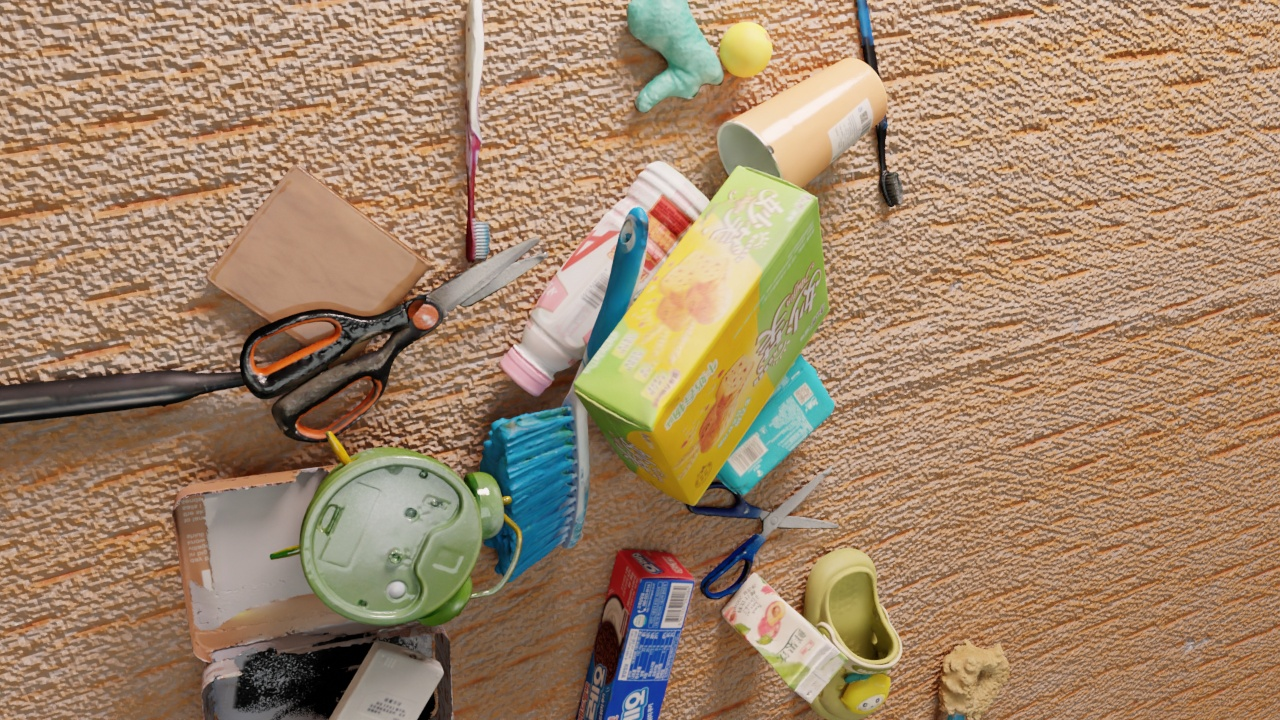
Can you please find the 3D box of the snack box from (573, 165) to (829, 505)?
[{"bbox_3d":[0.056,-0.014,0.683,0.209,0.070,0.158,-53,152,-14],"label":"snack box"}]

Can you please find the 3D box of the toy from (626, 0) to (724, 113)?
[{"bbox_3d":[0.023,-0.234,0.686,0.096,0.030,0.092,-40,115,-1],"label":"toy"}]

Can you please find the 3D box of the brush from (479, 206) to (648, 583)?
[{"bbox_3d":[-0.059,0.036,0.678,0.109,0.060,0.315,-15,132,-27],"label":"brush"}]

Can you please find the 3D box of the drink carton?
[{"bbox_3d":[0.128,0.249,0.828,0.053,0.122,0.045,-48,119,-4],"label":"drink carton"}]

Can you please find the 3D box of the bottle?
[{"bbox_3d":[-0.029,-0.058,0.699,0.068,0.068,0.197,40,93,-28],"label":"bottle"}]

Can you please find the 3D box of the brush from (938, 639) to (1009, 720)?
[{"bbox_3d":[0.334,0.422,1.022,0.083,0.046,0.255,15,104,-30],"label":"brush"}]

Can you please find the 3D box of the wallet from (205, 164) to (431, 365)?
[{"bbox_3d":[-0.222,-0.063,0.640,0.115,0.020,0.101,39,89,-25],"label":"wallet"}]

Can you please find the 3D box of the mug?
[{"bbox_3d":[0.132,-0.184,0.725,0.122,0.078,0.078,-36,116,-14],"label":"mug"}]

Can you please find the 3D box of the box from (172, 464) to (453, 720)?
[{"bbox_3d":[-0.233,0.198,0.679,0.176,0.082,0.260,-6,108,-22],"label":"box"}]

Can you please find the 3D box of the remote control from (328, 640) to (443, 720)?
[{"bbox_3d":[-0.199,0.270,0.661,0.056,0.019,0.135,30,90,-27],"label":"remote control"}]

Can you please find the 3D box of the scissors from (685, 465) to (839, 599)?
[{"bbox_3d":[0.110,0.154,0.850,0.162,0.012,0.174,33,89,-25],"label":"scissors"}]

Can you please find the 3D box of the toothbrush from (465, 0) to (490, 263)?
[{"bbox_3d":[-0.116,-0.162,0.656,0.017,0.016,0.188,-6,109,-30],"label":"toothbrush"}]

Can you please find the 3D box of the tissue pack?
[{"bbox_3d":[0.098,0.041,0.791,0.133,0.050,0.093,-41,115,-7],"label":"tissue pack"}]

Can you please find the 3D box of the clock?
[{"bbox_3d":[-0.156,0.120,0.628,0.161,0.056,0.116,25,91,-25],"label":"clock"}]

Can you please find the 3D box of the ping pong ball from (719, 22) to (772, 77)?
[{"bbox_3d":[0.081,-0.238,0.703,0.040,0.040,0.040,-7,108,-21],"label":"ping pong ball"}]

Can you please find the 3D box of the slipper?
[{"bbox_3d":[0.207,0.279,0.897,0.091,0.081,0.191,-11,107,-18],"label":"slipper"}]

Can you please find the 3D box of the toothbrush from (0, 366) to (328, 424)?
[{"bbox_3d":[-0.321,0.020,0.618,0.212,0.026,0.027,-6,100,-22],"label":"toothbrush"}]

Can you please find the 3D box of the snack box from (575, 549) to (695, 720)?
[{"bbox_3d":[-0.010,0.274,0.813,0.057,0.058,0.207,8,102,-25],"label":"snack box"}]

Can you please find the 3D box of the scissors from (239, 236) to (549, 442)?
[{"bbox_3d":[-0.171,-0.036,0.643,0.148,0.022,0.235,39,91,-33],"label":"scissors"}]

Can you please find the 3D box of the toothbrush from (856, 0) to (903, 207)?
[{"bbox_3d":[0.202,-0.220,0.775,0.014,0.016,0.190,-25,113,-23],"label":"toothbrush"}]
